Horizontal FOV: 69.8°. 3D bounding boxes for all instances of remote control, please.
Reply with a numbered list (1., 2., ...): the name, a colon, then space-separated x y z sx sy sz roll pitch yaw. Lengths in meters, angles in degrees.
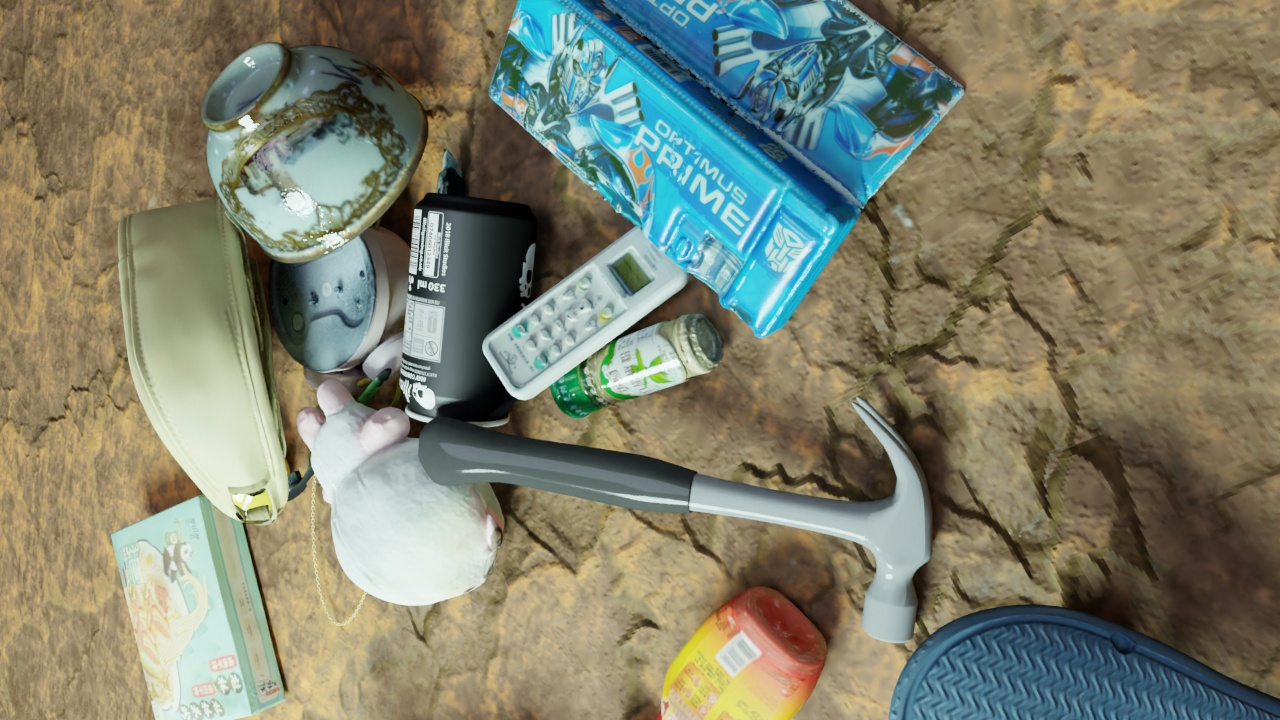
1. remote control: -0.033 -0.029 0.568 0.133 0.022 0.050 -36 68 1

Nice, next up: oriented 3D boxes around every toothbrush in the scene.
1. toothbrush: -0.234 0.057 0.695 0.189 0.014 0.017 -43 65 34

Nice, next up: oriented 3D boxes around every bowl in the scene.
1. bowl: -0.239 -0.159 0.633 0.160 0.094 0.159 -14 56 22

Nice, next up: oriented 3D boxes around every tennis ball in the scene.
1. tennis ball: -0.325 0.097 0.760 0.065 0.065 0.065 2 94 32

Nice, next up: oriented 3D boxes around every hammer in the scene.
1. hammer: 0.010 0.069 0.534 0.311 0.029 0.125 8 98 18

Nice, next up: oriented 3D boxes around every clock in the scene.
1. clock: -0.215 -0.033 0.687 0.117 0.058 0.158 -15 85 33

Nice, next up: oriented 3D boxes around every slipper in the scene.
1. slipper: 0.214 0.170 0.404 0.214 0.059 0.103 15 81 0

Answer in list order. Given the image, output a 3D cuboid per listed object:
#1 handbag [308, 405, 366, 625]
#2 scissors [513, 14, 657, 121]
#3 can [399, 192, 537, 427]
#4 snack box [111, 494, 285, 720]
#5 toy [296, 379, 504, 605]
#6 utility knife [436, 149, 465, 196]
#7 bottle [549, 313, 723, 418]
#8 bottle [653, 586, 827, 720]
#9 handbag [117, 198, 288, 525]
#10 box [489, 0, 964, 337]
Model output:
1. handbag: -0.238 0.128 0.732 0.084 0.027 0.178 17 104 32
2. scissors: -0.032 -0.173 0.592 0.127 0.011 0.123 -19 84 31
3. can: -0.115 -0.034 0.611 0.080 0.080 0.146 12 99 31
4. snack box: -0.400 0.228 0.828 0.142 0.044 0.193 -22 81 30
5. toy: -0.176 0.093 0.640 0.179 0.101 0.139 49 130 12
6. utility knife: -0.140 -0.062 0.656 0.020 0.028 0.174 9 98 27
7. bottle: -0.003 0.003 0.569 0.110 0.042 0.042 -19 83 30
8. bottle: 0.049 0.199 0.544 0.071 0.048 0.134 43 114 22
9. handbag: -0.312 -0.010 0.687 0.232 0.088 0.191 -126 22 -49
10. box: 0.030 -0.154 0.519 0.243 0.059 0.176 44 113 17
